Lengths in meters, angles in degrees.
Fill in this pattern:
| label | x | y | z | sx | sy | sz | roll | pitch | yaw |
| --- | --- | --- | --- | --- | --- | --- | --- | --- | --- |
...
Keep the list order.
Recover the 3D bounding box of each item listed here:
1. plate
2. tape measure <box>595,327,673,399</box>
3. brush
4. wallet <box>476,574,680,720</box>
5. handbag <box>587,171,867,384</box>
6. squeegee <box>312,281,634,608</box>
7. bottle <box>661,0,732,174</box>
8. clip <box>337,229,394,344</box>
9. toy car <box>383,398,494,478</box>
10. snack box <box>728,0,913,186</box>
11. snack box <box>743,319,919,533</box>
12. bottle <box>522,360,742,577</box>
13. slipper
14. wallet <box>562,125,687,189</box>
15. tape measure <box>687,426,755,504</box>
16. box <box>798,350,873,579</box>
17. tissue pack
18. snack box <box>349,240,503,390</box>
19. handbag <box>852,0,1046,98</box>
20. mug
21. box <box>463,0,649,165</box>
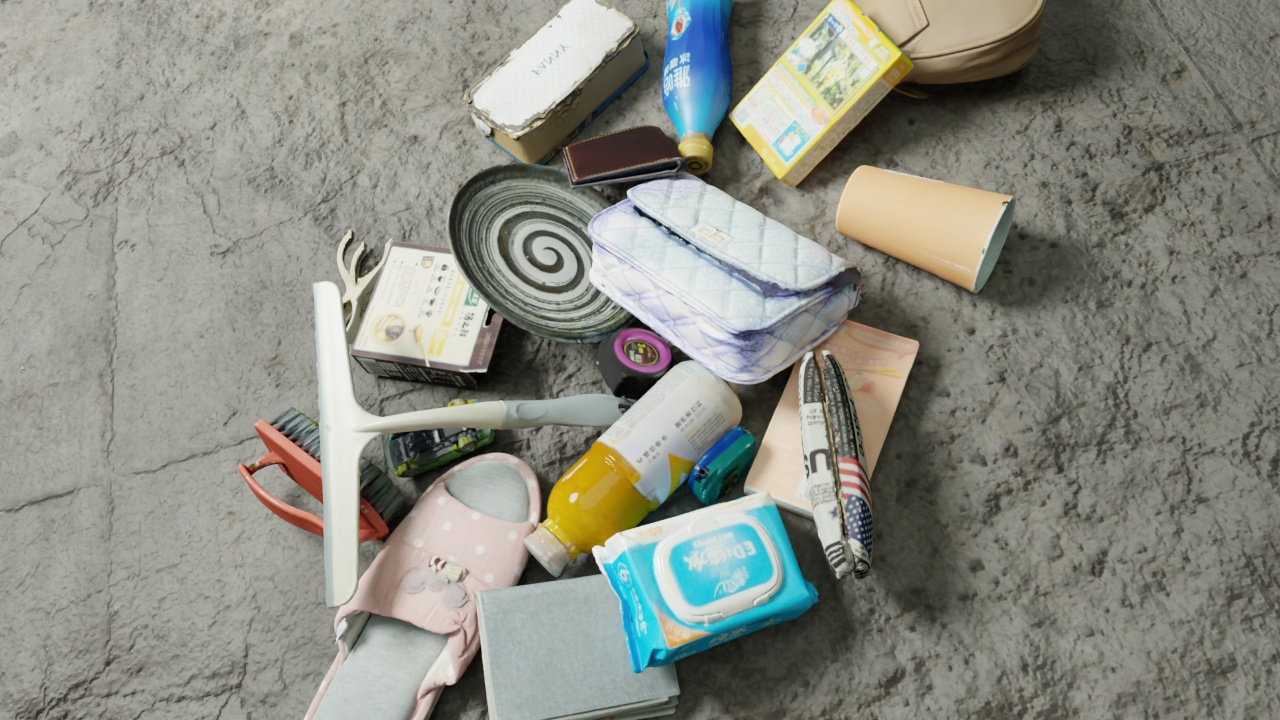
| label | x | y | z | sx | sy | sz | roll | pitch | yaw |
| --- | --- | --- | --- | --- | --- | --- | --- | --- | --- |
| plate | -0.076 | -0.087 | 0.762 | 0.179 | 0.024 | 0.179 | 15 | 53 | -21 |
| tape measure | -0.004 | 0.004 | 0.731 | 0.057 | 0.039 | 0.057 | -7 | 49 | -28 |
| brush | -0.249 | 0.100 | 0.714 | 0.146 | 0.063 | 0.069 | 27 | 55 | 29 |
| wallet | -0.044 | 0.205 | 0.640 | 0.129 | 0.037 | 0.106 | -4 | 64 | -16 |
| handbag | 0.059 | -0.073 | 0.714 | 0.133 | 0.076 | 0.194 | -31 | 52 | -32 |
| squeegee | -0.114 | 0.044 | 0.690 | 0.246 | 0.039 | 0.246 | -3 | 71 | -17 |
| bottle | 0.053 | -0.269 | 0.839 | 0.065 | 0.065 | 0.218 | -2 | 65 | 10 |
| clip | -0.238 | -0.068 | 0.819 | 0.092 | 0.035 | 0.103 | -9 | 69 | 8 |
| toy car | -0.162 | 0.065 | 0.740 | 0.091 | 0.036 | 0.043 | -21 | 64 | -1 |
| snack box | 0.151 | -0.230 | 0.785 | 0.141 | 0.033 | 0.087 | -46 | 61 | 26 |
| snack box | 0.146 | 0.044 | 0.698 | 0.084 | 0.026 | 0.157 | 20 | 70 | 19 |
| bottle | -0.007 | 0.081 | 0.682 | 0.189 | 0.068 | 0.068 | -43 | 65 | -13 |
| slipper | -0.163 | 0.186 | 0.674 | 0.114 | 0.054 | 0.273 | 22 | 70 | 20 |
| wallet | -0.018 | -0.176 | 0.793 | 0.096 | 0.020 | 0.122 | -13 | 26 | -2 |
| tape measure | 0.061 | 0.082 | 0.681 | 0.058 | 0.055 | 0.025 | -37 | 62 | -24 |
| box | 0.130 | 0.070 | 0.638 | 0.058 | 0.071 | 0.164 | -20 | 58 | 27 |
| tissue pack | 0.045 | 0.150 | 0.631 | 0.140 | 0.063 | 0.090 | -14 | 65 | -17 |
| snack box | -0.167 | -0.039 | 0.780 | 0.126 | 0.053 | 0.113 | 9 | 67 | 11 |
| handbag | 0.264 | -0.329 | 0.814 | 0.148 | 0.100 | 0.204 | -16 | 63 | 11 |
| mug | 0.224 | -0.111 | 0.732 | 0.123 | 0.078 | 0.078 | 25 | 72 | 24 |
| box | -0.073 | -0.271 | 0.870 | 0.184 | 0.060 | 0.090 | -43 | 66 | -12 |
